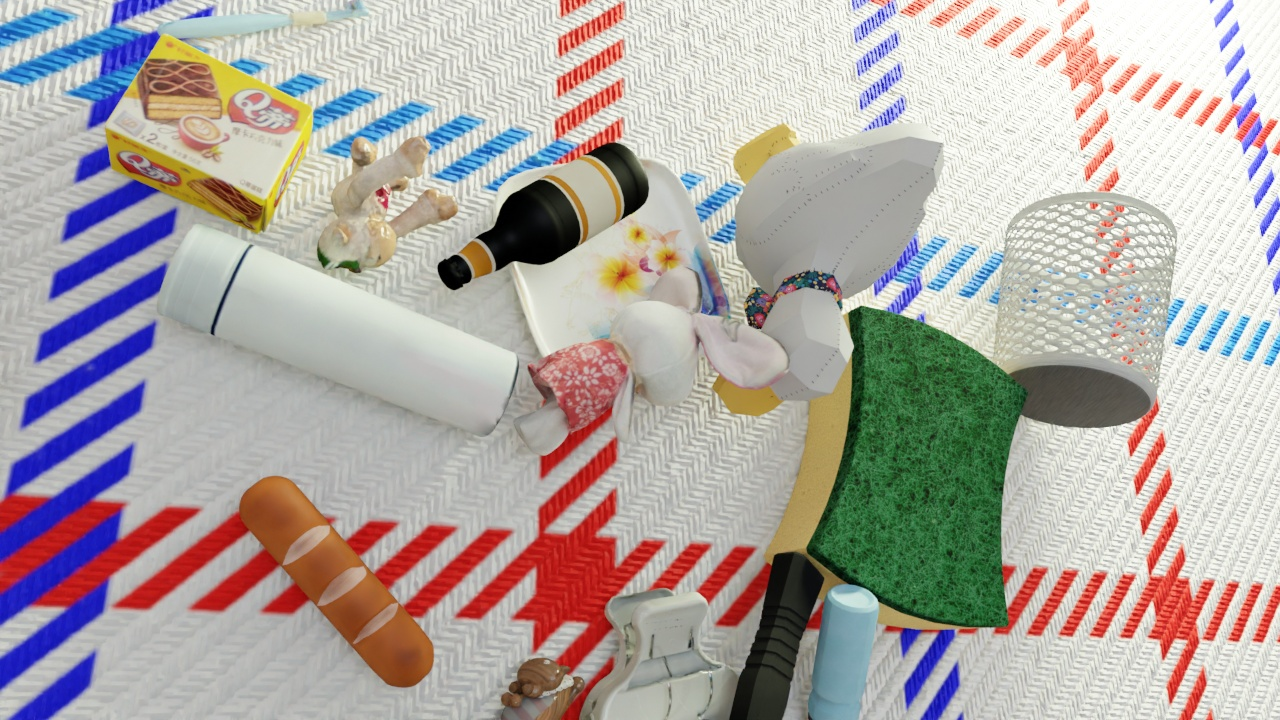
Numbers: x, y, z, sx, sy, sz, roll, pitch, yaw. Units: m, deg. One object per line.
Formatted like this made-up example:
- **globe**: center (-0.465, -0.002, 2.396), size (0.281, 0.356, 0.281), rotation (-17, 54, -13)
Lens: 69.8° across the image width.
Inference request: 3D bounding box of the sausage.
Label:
- **sausage**: center (-0.193, 0.142, 0.587), size (0.039, 0.044, 0.164), rotation (-41, 94, -20)

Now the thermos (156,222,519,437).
- **thermos**: center (-0.199, -0.017, 0.624), size (0.230, 0.068, 0.067), rotation (23, 65, -18)

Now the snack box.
- **snack box**: center (-0.290, -0.151, 0.623), size (0.105, 0.061, 0.083), rotation (25, 64, -18)

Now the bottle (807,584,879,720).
- **bottle**: center (0.154, 0.238, 0.705), size (0.040, 0.040, 0.130), rotation (-5, 110, -28)

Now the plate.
- **plate**: center (-0.022, -0.077, 0.760), size (0.186, 0.016, 0.187), rotation (-15, 81, -30)

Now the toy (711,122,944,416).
- **toy**: center (0.147, -0.092, 0.747), size (0.141, 0.247, 0.266), rotation (29, 36, -23)

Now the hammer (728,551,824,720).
- **hammer**: center (0.066, 0.274, 0.610), size (0.131, 0.039, 0.327), rotation (48, 47, -25)

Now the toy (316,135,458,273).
- **toy**: center (-0.190, -0.106, 0.652), size (0.074, 0.085, 0.105), rotation (29, 71, 8)

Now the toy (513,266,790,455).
- **toy**: center (-0.004, 0.004, 0.674), size (0.194, 0.159, 0.084), rotation (-32, 135, -18)

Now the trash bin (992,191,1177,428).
- **trash bin**: center (0.430, -0.044, 0.897), size (0.156, 0.157, 0.183), rotation (25, 67, -18)

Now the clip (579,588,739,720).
- **clip**: center (0.017, 0.238, 0.658), size (0.124, 0.074, 0.143), rotation (-1, 85, -30)

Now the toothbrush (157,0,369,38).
- **toothbrush**: center (-0.280, -0.256, 0.689), size (0.154, 0.016, 0.022), rotation (-21, 52, -31)

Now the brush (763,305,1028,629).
- **brush**: center (0.227, 0.096, 0.794), size (0.195, 0.075, 0.249), rotation (24, 65, -18)

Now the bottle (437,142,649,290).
- **bottle**: center (-0.075, -0.105, 0.696), size (0.181, 0.059, 0.059), rotation (-36, 92, -31)

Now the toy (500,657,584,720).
- **toy**: center (-0.076, 0.244, 0.617), size (0.101, 0.042, 0.055), rotation (-52, 122, -38)
